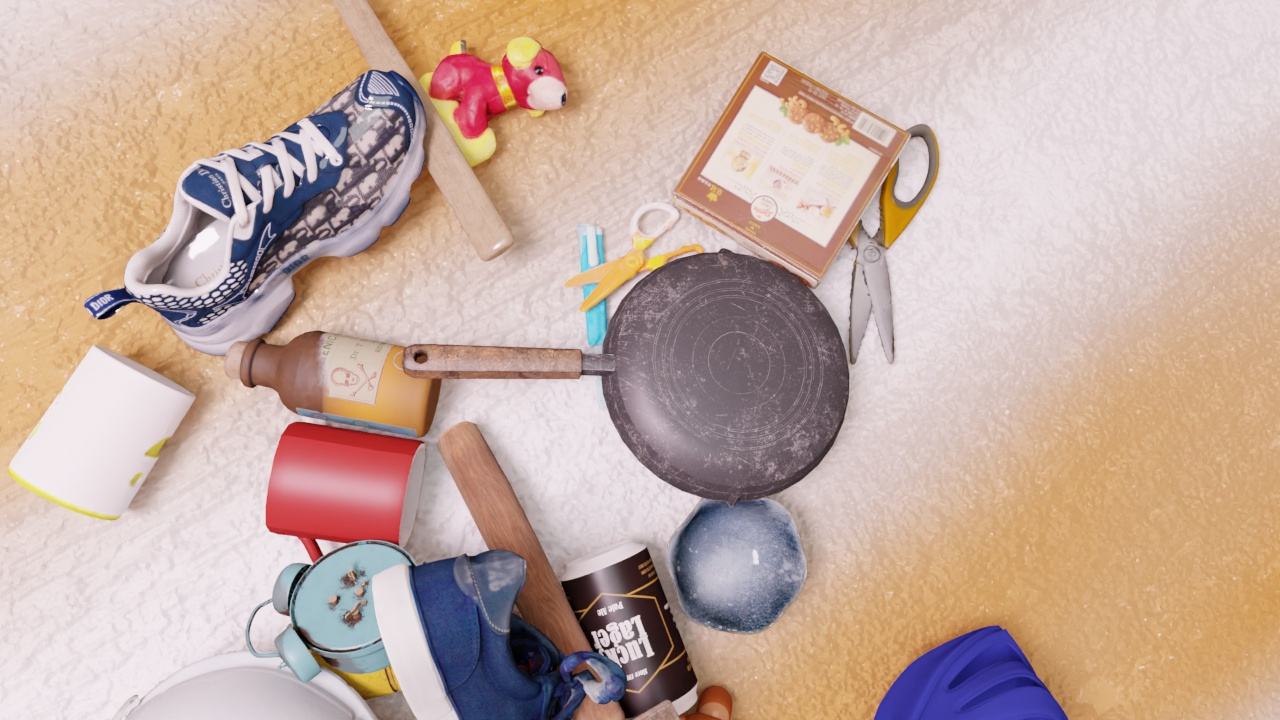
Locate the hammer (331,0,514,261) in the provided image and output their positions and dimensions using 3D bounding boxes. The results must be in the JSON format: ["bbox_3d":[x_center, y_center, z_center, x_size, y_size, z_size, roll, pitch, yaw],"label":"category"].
[{"bbox_3d":[-0.195,-0.222,0.731,0.119,0.030,0.331,-33,79,11],"label":"hammer"}]

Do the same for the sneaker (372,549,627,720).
[{"bbox_3d":[-0.074,0.237,0.617,0.127,0.120,0.295,-18,124,-11],"label":"sneaker"}]

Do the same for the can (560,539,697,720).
[{"bbox_3d":[-0.008,0.207,0.701,0.072,0.072,0.128,-21,85,-8],"label":"can"}]

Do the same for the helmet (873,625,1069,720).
[{"bbox_3d":[0.250,0.314,0.632,0.147,0.228,0.241,24,82,-11],"label":"helmet"}]

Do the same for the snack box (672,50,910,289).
[{"bbox_3d":[0.123,-0.158,0.764,0.143,0.041,0.147,31,87,5],"label":"snack box"}]

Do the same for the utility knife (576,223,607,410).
[{"bbox_3d":[-0.039,-0.037,0.759,0.022,0.015,0.158,-2,81,-5],"label":"utility knife"}]

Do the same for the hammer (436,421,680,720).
[{"bbox_3d":[-0.078,0.179,0.687,0.037,0.158,0.300,-17,69,-36],"label":"hammer"}]

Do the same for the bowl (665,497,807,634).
[{"bbox_3d":[0.072,0.157,0.724,0.110,0.055,0.110,1,82,-5],"label":"bowl"}]

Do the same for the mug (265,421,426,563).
[{"bbox_3d":[-0.223,0.110,0.693,0.096,0.080,0.116,10,88,-4],"label":"mug"}]

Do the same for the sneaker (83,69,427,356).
[{"bbox_3d":[-0.273,-0.117,0.668,0.269,0.132,0.103,-44,79,3],"label":"sneaker"}]

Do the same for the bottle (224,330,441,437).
[{"bbox_3d":[-0.237,0.013,0.709,0.157,0.068,0.067,11,81,-4],"label":"bottle"}]

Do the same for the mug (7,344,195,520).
[{"bbox_3d":[-0.398,0.053,0.682,0.082,0.082,0.106,29,80,-1],"label":"mug"}]

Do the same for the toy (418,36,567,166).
[{"bbox_3d":[-0.131,-0.220,0.759,0.137,0.067,0.105,-24,82,4],"label":"toy"}]

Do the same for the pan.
[{"bbox_3d":[-0.004,0.004,0.696,0.356,0.040,0.207,2,75,-12],"label":"pan"}]

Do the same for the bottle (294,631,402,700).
[{"bbox_3d":[-0.196,0.214,0.686,0.163,0.071,0.071,-11,83,-7],"label":"bottle"}]

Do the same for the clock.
[{"bbox_3d":[-0.208,0.176,0.636,0.124,0.053,0.090,-13,44,-9],"label":"clock"}]

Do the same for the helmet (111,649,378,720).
[{"bbox_3d":[-0.273,0.339,0.593,0.236,0.163,0.264,12,98,-5],"label":"helmet"}]

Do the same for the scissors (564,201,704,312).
[{"bbox_3d":[-0.013,-0.089,0.761,0.133,0.012,0.084,-20,83,-18],"label":"scissors"}]

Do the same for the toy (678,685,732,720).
[{"bbox_3d":[0.057,0.324,0.705,0.095,0.065,0.127,-18,93,0],"label":"toy"}]

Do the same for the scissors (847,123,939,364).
[{"bbox_3d":[0.186,-0.110,0.790,0.166,0.016,0.225,16,81,-2],"label":"scissors"}]
